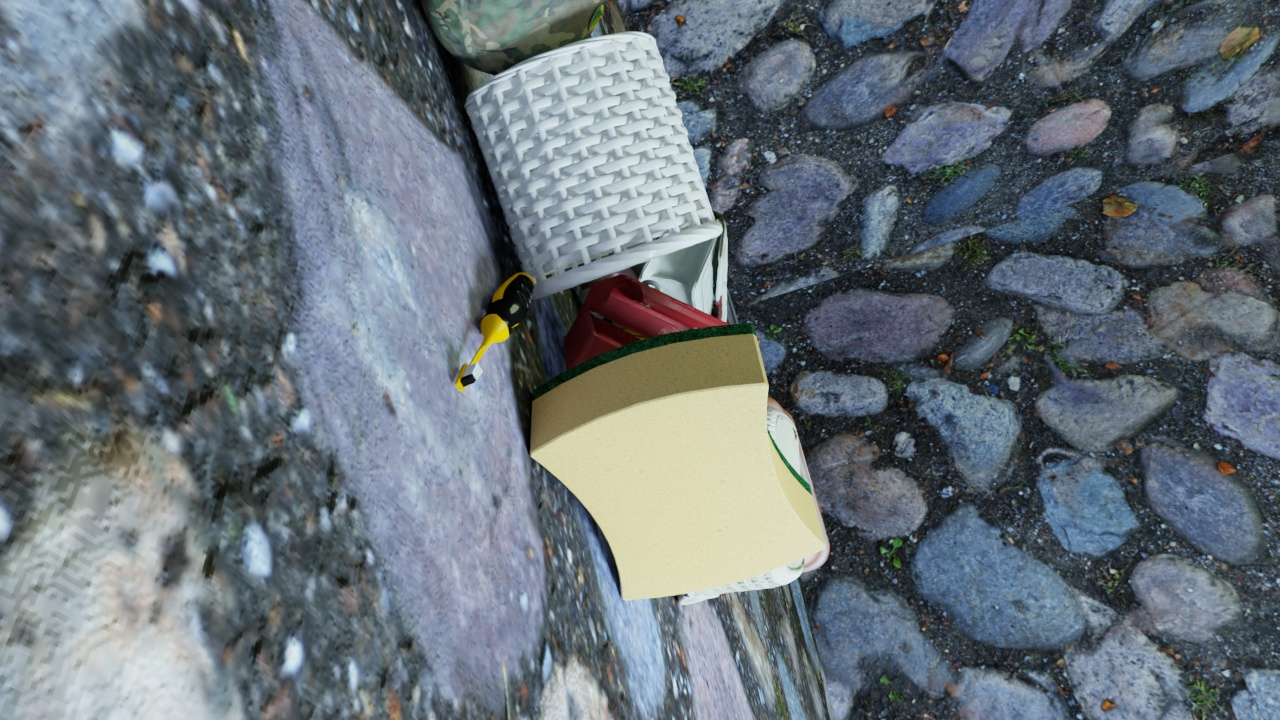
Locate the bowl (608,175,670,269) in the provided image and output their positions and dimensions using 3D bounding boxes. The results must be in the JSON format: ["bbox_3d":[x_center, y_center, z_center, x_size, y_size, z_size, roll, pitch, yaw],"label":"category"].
[{"bbox_3d":[-0.008,-0.180,1.225,0.144,0.144,0.074,69,26,-20],"label":"bowl"}]

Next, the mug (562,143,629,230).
[{"bbox_3d":[-0.064,-0.221,1.118,0.123,0.096,0.110,45,18,-25],"label":"mug"}]

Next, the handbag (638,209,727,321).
[{"bbox_3d":[0.068,-0.084,1.213,0.199,0.096,0.141,83,31,-51],"label":"handbag"}]

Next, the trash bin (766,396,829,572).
[{"bbox_3d":[0.157,0.191,1.349,0.157,0.182,0.259,40,35,-69],"label":"trash bin"}]

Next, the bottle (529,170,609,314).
[{"bbox_3d":[-0.071,-0.138,1.034,0.083,0.046,0.174,-61,133,-76],"label":"bottle"}]

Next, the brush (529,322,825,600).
[{"bbox_3d":[0.037,0.097,0.800,0.075,0.195,0.250,-95,164,-49],"label":"brush"}]

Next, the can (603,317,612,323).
[{"bbox_3d":[-0.007,0.007,1.121,0.054,0.054,0.137,-49,121,-78],"label":"can"}]

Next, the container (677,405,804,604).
[{"bbox_3d":[0.113,0.164,1.104,0.184,0.143,0.251,29,57,-65],"label":"container"}]

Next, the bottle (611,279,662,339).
[{"bbox_3d":[0.000,-0.023,1.037,0.071,0.071,0.163,62,30,-46],"label":"bottle"}]

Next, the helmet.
[{"bbox_3d":[-0.105,-0.375,0.798,0.223,0.193,0.237,-59,159,-49],"label":"helmet"}]

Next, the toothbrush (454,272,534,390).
[{"bbox_3d":[-0.110,-0.026,0.700,0.196,0.031,0.031,-76,142,-63],"label":"toothbrush"}]

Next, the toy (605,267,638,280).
[{"bbox_3d":[-0.022,-0.089,1.203,0.099,0.053,0.096,-15,86,-74],"label":"toy"}]

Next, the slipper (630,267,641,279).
[{"bbox_3d":[0.013,-0.129,1.335,0.094,0.064,0.239,34,42,-71],"label":"slipper"}]

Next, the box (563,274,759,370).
[{"bbox_3d":[0.010,-0.003,0.899,0.117,0.157,0.136,-66,-166,-1],"label":"box"}]

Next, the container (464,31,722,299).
[{"bbox_3d":[-0.043,-0.173,0.842,0.189,0.189,0.187,-48,119,-78],"label":"container"}]
